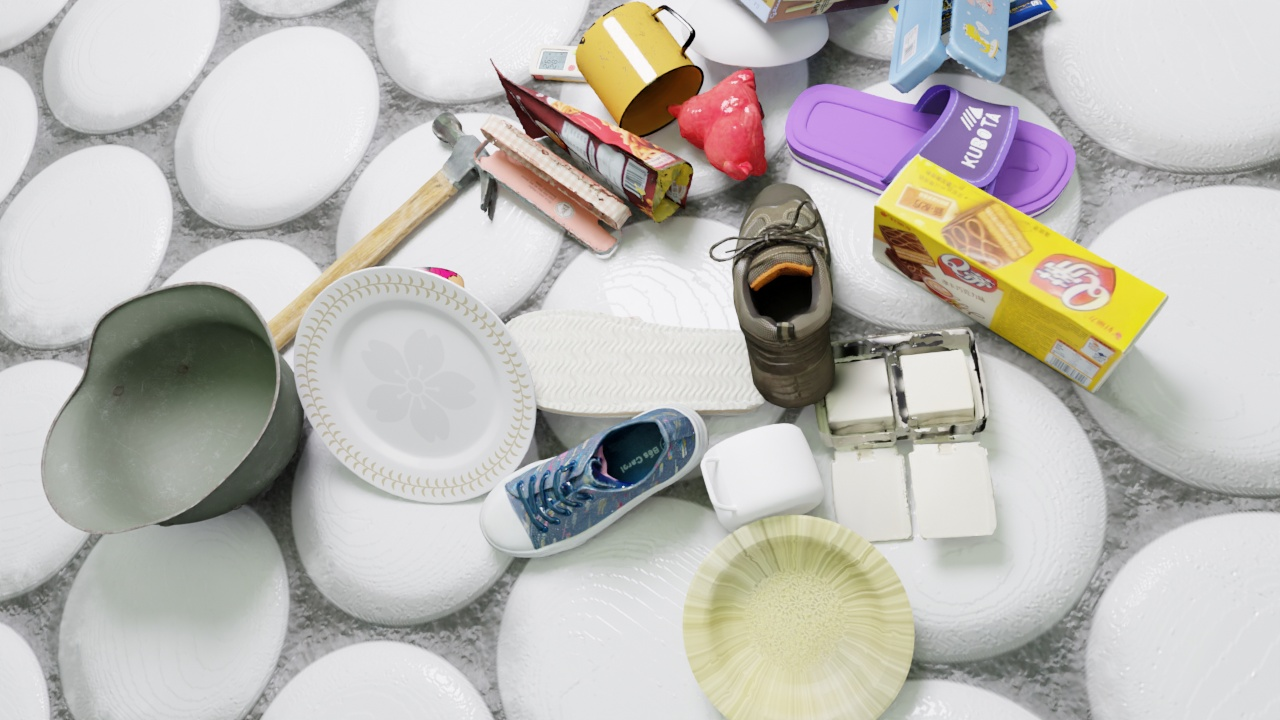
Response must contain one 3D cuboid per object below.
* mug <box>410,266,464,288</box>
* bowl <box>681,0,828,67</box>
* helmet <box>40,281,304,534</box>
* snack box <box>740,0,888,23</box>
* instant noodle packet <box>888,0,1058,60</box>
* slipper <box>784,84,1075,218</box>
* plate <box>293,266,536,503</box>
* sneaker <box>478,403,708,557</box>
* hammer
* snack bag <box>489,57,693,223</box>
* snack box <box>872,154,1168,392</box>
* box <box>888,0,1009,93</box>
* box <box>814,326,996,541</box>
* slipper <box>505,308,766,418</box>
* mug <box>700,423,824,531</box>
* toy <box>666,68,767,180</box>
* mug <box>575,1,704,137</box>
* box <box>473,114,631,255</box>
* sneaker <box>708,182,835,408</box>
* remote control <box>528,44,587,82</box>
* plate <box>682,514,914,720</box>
[{"bbox_3d":[-0.231,-0.031,0.912,0.118,0.082,0.098,-2,69,-18],"label":"mug"},{"bbox_3d":[0.116,-0.351,0.923,0.149,0.043,0.149,-1,46,1],"label":"bowl"},{"bbox_3d":[-0.440,0.067,0.905,0.268,0.154,0.227,-31,69,-2],"label":"helmet"},{"bbox_3d":[0.160,-0.386,0.905,0.185,0.032,0.101,-23,62,-34],"label":"snack box"},{"bbox_3d":[0.328,-0.348,0.910,0.134,0.026,0.087,-24,64,6],"label":"instant noodle packet"},{"bbox_3d":[0.262,-0.207,0.850,0.267,0.084,0.107,21,79,20],"label":"slipper"},{"bbox_3d":[-0.212,0.026,0.862,0.243,0.016,0.243,5,114,12],"label":"plate"},{"bbox_3d":[-0.050,0.112,0.811,0.236,0.079,0.087,-29,80,17],"label":"sneaker"},{"bbox_3d":[-0.290,-0.120,0.996,0.330,0.033,0.132,-42,69,-1],"label":"hammer"},{"bbox_3d":[-0.054,-0.212,0.909,0.208,0.139,0.066,30,87,18],"label":"snack bag"},{"bbox_3d":[0.310,-0.074,0.781,0.230,0.110,0.061,37,83,22],"label":"snack box"},{"bbox_3d":[0.292,-0.325,0.862,0.085,0.073,0.208,23,57,-10],"label":"box"},{"bbox_3d":[0.225,0.064,0.793,0.144,0.058,0.187,-5,68,14],"label":"box"},{"bbox_3d":[-0.005,0.005,0.871,0.263,0.052,0.115,4,70,5],"label":"slipper"},{"bbox_3d":[0.097,0.102,0.779,0.095,0.115,0.068,-37,61,41],"label":"mug"},{"bbox_3d":[0.077,-0.212,0.900,0.094,0.088,0.132,-9,50,12],"label":"toy"},{"bbox_3d":[0.003,-0.301,0.919,0.124,0.100,0.094,-44,73,38],"label":"mug"},{"bbox_3d":[-0.094,-0.181,0.936,0.187,0.056,0.071,36,110,13],"label":"box"},{"bbox_3d":[0.115,-0.090,0.803,0.101,0.143,0.237,-8,54,12],"label":"sneaker"},{"bbox_3d":[-0.063,-0.326,1.009,0.126,0.018,0.038,9,75,18],"label":"remote control"},{"bbox_3d":[0.129,0.219,0.761,0.184,0.036,0.184,0,88,9],"label":"plate"}]
